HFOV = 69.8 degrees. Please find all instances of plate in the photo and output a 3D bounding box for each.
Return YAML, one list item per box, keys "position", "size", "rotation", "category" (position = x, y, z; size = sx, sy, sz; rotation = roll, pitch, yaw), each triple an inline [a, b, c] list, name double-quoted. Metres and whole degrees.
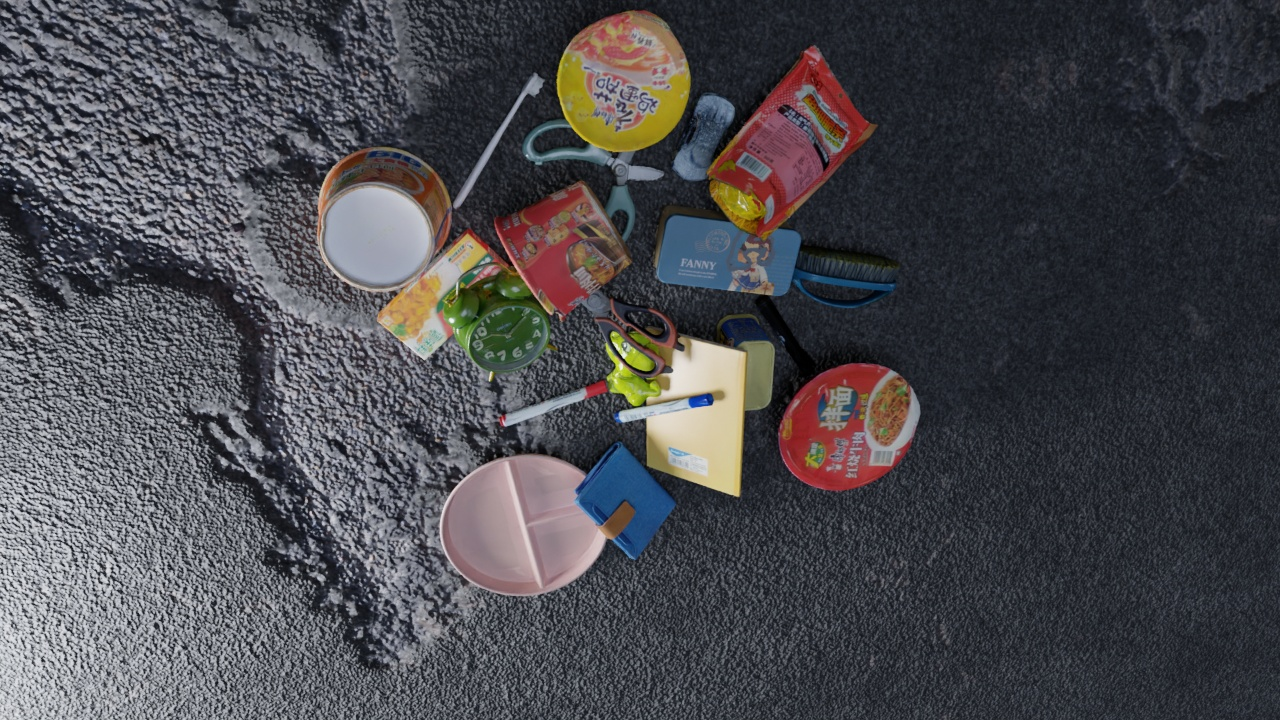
- position: [-0.157, 0.223, 1.254]
  size: [0.229, 0.028, 0.230]
  rotation: [-4, 116, -8]
  category: "plate"

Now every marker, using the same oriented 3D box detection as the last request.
- position: [0.028, 0.062, 1.176]
  size: [0.146, 0.016, 0.017]
  rotation: [-13, 121, 34]
  category: "marker"
- position: [-0.113, 0.056, 1.190]
  size: [0.145, 0.017, 0.017]
  rotation: [-19, 116, 0]
  category: "marker"
- position: [0.191, -0.032, 1.198]
  size: [0.022, 0.020, 0.132]
  rotation: [-42, 116, -8]
  category: "marker"

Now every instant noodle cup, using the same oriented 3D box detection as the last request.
- position: [0.272, 0.079, 1.237]
  size: [0.193, 0.065, 0.194]
  rotation: [-3, 115, -7]
  category: "instant noodle cup"
- position: [-0.082, -0.131, 1.032]
  size: [0.109, 0.137, 0.138]
  rotation: [-32, 116, 6]
  category: "instant noodle cup"
- position: [-0.286, -0.150, 1.014]
  size: [0.151, 0.111, 0.151]
  rotation: [-3, 115, -8]
  category: "instant noodle cup"
- position: [-0.024, -0.304, 0.987]
  size: [0.138, 0.109, 0.138]
  rotation: [-3, 115, -7]
  category: "instant noodle cup"

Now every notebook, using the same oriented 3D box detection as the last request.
- position: [0.068, 0.066, 1.176]
  size: [0.146, 0.010, 0.206]
  rotation: [15, 119, 31]
  category: "notebook"

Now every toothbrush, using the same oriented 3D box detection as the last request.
- position: [-0.163, -0.246, 1.043]
  size: [0.016, 0.016, 0.180]
  rotation: [29, 106, -26]
  category: "toothbrush"

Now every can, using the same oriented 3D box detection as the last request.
- position: [0.133, 0.003, 1.169]
  size: [0.057, 0.083, 0.102]
  rotation: [-4, 115, -8]
  category: "can"

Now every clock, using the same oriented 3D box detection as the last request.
- position: [-0.167, -0.052, 1.084]
  size: [0.116, 0.056, 0.161]
  rotation: [-26, 135, -6]
  category: "clock"

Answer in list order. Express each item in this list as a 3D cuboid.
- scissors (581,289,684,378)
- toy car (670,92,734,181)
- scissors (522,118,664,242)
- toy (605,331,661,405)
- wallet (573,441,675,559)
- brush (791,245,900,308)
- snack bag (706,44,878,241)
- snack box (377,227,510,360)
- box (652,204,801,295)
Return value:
- position: [-0.035, -0.074, 1.119]
  size: [0.182, 0.015, 0.209]
  rotation: [-9, 102, 1]
  category: "scissors"
- position: [0.072, -0.258, 1.068]
  size: [0.049, 0.031, 0.106]
  rotation: [17, 112, -16]
  category: "toy car"
- position: [-0.064, -0.202, 1.078]
  size: [0.174, 0.019, 0.170]
  rotation: [12, 111, -15]
  category: "scissors"
- position: [-0.007, 0.007, 1.172]
  size: [0.096, 0.031, 0.100]
  rotation: [33, 121, 0]
  category: "toy"
- position: [-0.020, 0.190, 1.237]
  size: [0.106, 0.040, 0.133]
  rotation: [-50, 117, -20]
  category: "wallet"
- position: [0.254, -0.103, 1.156]
  size: [0.143, 0.055, 0.074]
  rotation: [5, 113, -12]
  category: "brush"
- position: [0.172, -0.246, 1.053]
  size: [0.128, 0.073, 0.207]
  rotation: [45, 76, -17]
  category: "snack bag"
- position: [-0.234, -0.079, 1.102]
  size: [0.156, 0.027, 0.077]
  rotation: [-42, 116, 11]
  category: "snack box"
- position: [0.096, -0.135, 1.111]
  size: [0.184, 0.063, 0.090]
  rotation: [3, 113, -12]
  category: "box"
